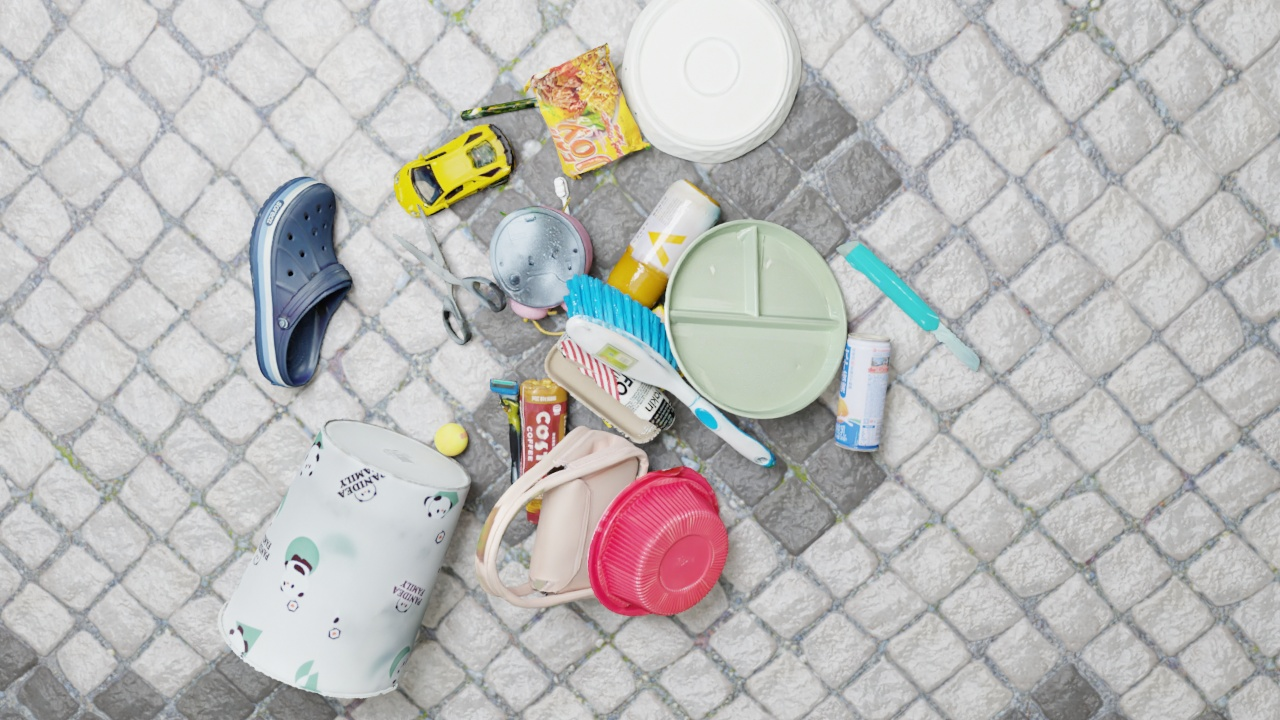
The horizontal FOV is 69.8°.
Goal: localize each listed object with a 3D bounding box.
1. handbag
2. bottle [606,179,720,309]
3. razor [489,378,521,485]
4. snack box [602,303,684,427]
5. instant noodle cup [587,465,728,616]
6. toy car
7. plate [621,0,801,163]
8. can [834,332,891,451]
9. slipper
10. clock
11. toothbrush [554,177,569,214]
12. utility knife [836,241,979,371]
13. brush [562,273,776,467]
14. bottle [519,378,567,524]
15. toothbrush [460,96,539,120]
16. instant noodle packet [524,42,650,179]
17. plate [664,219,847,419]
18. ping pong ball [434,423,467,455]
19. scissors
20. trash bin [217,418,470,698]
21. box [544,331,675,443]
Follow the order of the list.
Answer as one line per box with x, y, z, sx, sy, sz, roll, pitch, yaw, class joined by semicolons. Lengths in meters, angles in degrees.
-0.097;0.190;1.042;0.093;0.233;0.193;18;108;30;handbag
0.016;-0.119;1.066;0.068;0.068;0.190;36;101;-3;bottle
-0.157;0.091;1.137;0.043;0.022;0.143;5;107;35;razor
-0.007;0.006;1.108;0.140;0.033;0.087;-36;96;10;snack box
0.034;0.224;1.075;0.193;0.066;0.194;-12;112;-32;instant noodle cup
-0.220;-0.220;1.077;0.156;0.041;0.071;-24;97;8;toy car
0.079;-0.329;1.037;0.205;0.045;0.205;1;101;3;plate
0.263;0.037;1.086;0.053;0.053;0.134;4;100;2;can
-0.393;-0.085;1.076;0.095;0.105;0.253;12;103;8;slipper
-0.108;-0.105;1.072;0.117;0.059;0.158;-8;101;16;clock
-0.078;-0.129;1.096;0.016;0.016;0.180;-9;100;14;toothbrush
0.320;-0.065;1.085;0.222;0.013;0.029;43;98;-2;utility knife
0.038;0.019;1.047;0.314;0.109;0.061;31;127;-28;brush
-0.119;0.112;1.120;0.057;0.057;0.175;2;100;3;bottle
-0.120;-0.300;1.068;0.186;0.017;0.012;-9;134;5;toothbrush
-0.061;-0.278;1.044;0.111;0.044;0.128;-18;113;15;instant noodle packet
0.131;-0.047;1.047;0.230;0.027;0.230;2;83;-19;plate
-0.234;0.098;1.133;0.040;0.040;0.040;1;100;3;ping pong ball
-0.230;-0.098;1.093;0.181;0.014;0.160;24;122;23;scissors
-0.333;0.219;1.077;0.229;0.229;0.252;24;94;-1;trash bin
-0.039;0.036;1.066;0.162;0.076;0.088;35;125;-5;box
